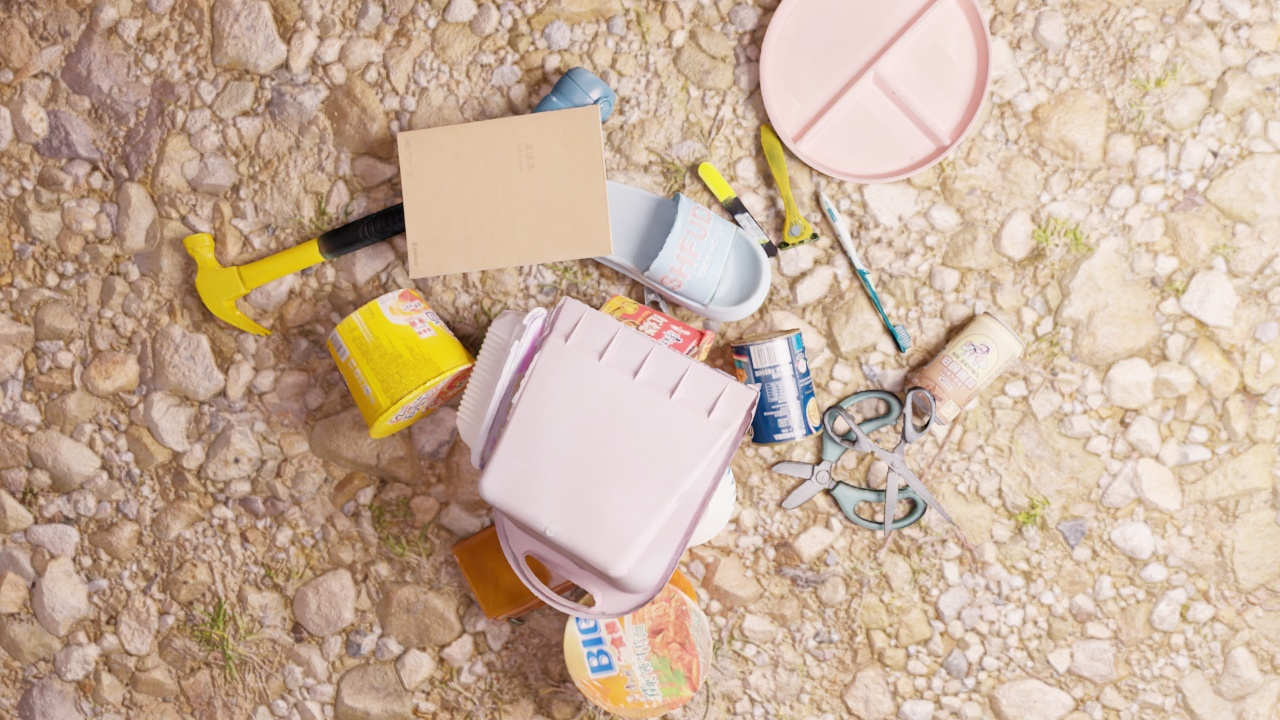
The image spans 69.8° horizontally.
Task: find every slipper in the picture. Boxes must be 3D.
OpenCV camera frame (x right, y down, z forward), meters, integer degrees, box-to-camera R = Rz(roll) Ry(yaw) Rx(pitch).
[{"bbox_3d":[0.020,-0.127,0.929,0.245,0.074,0.104,23,73,4],"label":"slipper"}]

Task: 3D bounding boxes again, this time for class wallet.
[{"bbox_3d":[-0.127,0.229,1.015,0.131,0.035,0.119,-28,94,9],"label":"wallet"}]

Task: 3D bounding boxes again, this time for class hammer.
[{"bbox_3d":[-0.341,-0.121,0.991,0.301,0.032,0.129,-20,95,7],"label":"hammer"}]

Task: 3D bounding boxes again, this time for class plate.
[{"bbox_3d":[0.235,-0.295,0.928,0.229,0.028,0.229,1,98,5],"label":"plate"}]

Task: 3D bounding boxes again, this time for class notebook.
[{"bbox_3d":[-0.137,-0.167,0.915,0.211,0.012,0.149,-5,90,9],"label":"notebook"}]

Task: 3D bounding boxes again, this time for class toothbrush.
[{"bbox_3d":[0.235,-0.093,0.958,0.018,0.016,0.191,-29,94,-3],"label":"toothbrush"}]

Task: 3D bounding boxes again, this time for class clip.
[{"bbox_3d":[0.012,-0.075,0.974,0.027,0.024,0.056,-12,99,9],"label":"clip"}]

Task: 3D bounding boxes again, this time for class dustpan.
[{"bbox_3d":[-0.037,0.107,0.889,0.222,0.139,0.273,30,79,20],"label":"dustpan"}]

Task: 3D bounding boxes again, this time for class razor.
[{"bbox_3d":[0.147,-0.182,0.950,0.043,0.028,0.132,-16,94,10],"label":"razor"}]

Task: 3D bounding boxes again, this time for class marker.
[{"bbox_3d":[0.102,-0.157,0.962,0.018,0.015,0.124,-39,96,8],"label":"marker"}]

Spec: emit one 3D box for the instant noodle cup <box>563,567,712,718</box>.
[{"bbox_3d":[0.001,0.282,0.973,0.151,0.111,0.151,1,97,4],"label":"instant noodle cup"}]

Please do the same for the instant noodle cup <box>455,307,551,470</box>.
[{"bbox_3d":[-0.126,0.023,0.950,0.060,0.137,0.173,24,98,24],"label":"instant noodle cup"}]

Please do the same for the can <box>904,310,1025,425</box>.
[{"bbox_3d":[0.331,0.009,0.941,0.058,0.058,0.116,44,98,-2],"label":"can"}]

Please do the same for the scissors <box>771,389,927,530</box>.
[{"bbox_3d":[0.238,0.125,0.983,0.170,0.019,0.181,-43,93,6],"label":"scissors"}]

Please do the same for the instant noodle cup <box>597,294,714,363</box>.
[{"bbox_3d":[-0.006,0.005,0.936,0.108,0.137,0.138,31,98,9],"label":"instant noodle cup"}]

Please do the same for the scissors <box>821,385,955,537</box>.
[{"bbox_3d":[0.258,0.103,0.946,0.159,0.014,0.181,19,115,19],"label":"scissors"}]

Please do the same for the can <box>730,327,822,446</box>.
[{"bbox_3d":[0.141,0.026,0.950,0.075,0.075,0.111,-12,95,6],"label":"can"}]

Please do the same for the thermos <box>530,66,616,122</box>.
[{"bbox_3d":[-0.113,-0.204,0.946,0.070,0.070,0.220,41,98,-1],"label":"thermos"}]

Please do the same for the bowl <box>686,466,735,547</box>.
[{"bbox_3d":[0.044,0.146,0.976,0.116,0.066,0.116,1,97,4],"label":"bowl"}]

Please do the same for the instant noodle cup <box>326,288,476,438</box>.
[{"bbox_3d":[-0.250,-0.001,0.953,0.138,0.138,0.110,-36,84,7],"label":"instant noodle cup"}]
